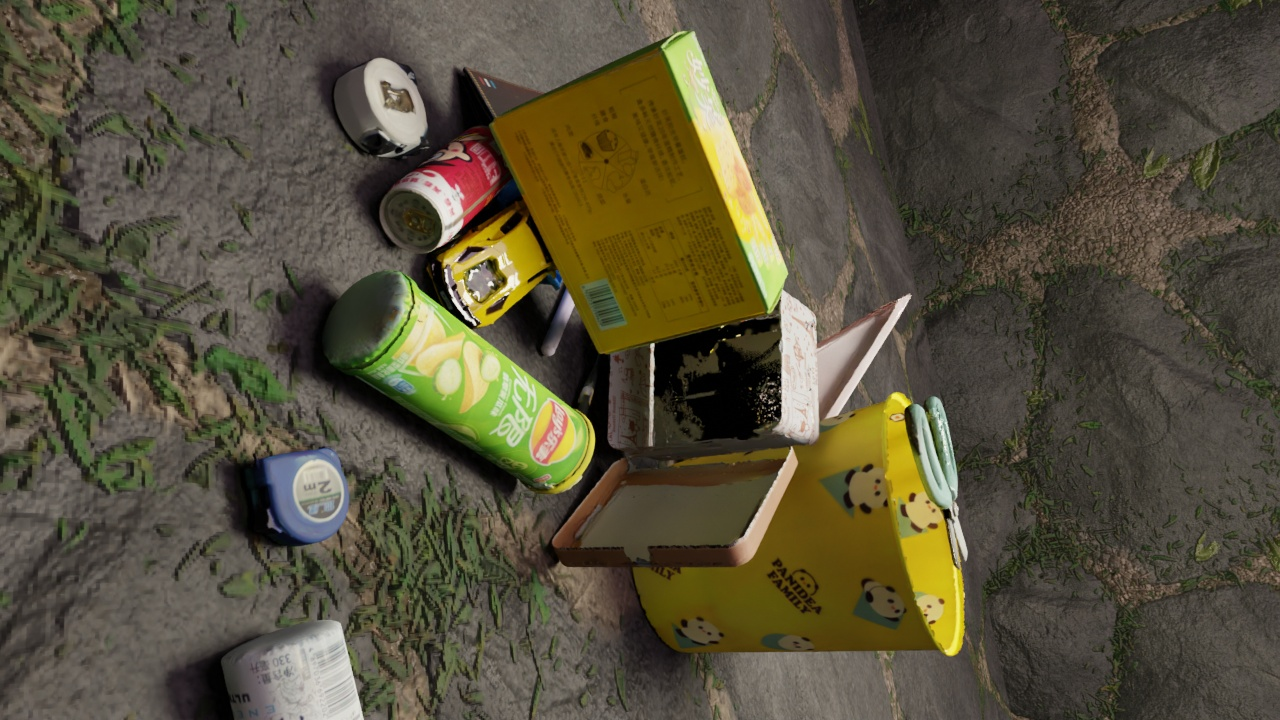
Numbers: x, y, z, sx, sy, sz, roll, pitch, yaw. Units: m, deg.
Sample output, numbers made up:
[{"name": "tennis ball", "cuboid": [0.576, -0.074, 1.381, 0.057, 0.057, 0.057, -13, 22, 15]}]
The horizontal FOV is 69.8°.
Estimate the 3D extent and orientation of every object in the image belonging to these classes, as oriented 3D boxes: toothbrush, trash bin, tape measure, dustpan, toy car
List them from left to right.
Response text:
[{"name": "tape measure", "cuboid": [-0.190, 0.076, 0.511, 0.058, 0.025, 0.054, -4, 82, -60]}, {"name": "tape measure", "cuboid": [-0.183, -0.179, 0.653, 0.065, 0.034, 0.066, -21, 94, -64]}, {"name": "toy car", "cuboid": [-0.103, -0.084, 0.720, 0.155, 0.041, 0.071, -43, 117, -41]}, {"name": "toothbrush", "cuboid": [-0.059, -0.065, 0.856, 0.021, 0.029, 0.188, 25, 42, -5]}, {"name": "toothbrush", "cuboid": [-0.053, 0.038, 0.819, 0.012, 0.017, 0.185, 57, 33, -36]}, {"name": "trash bin", "cuboid": [0.143, 0.168, 0.860, 0.229, 0.256, 0.229, 39, 43, -51]}, {"name": "dustpan", "cuboid": [0.206, 0.059, 1.071, 0.139, 0.273, 0.222, 61, -3, 4]}]

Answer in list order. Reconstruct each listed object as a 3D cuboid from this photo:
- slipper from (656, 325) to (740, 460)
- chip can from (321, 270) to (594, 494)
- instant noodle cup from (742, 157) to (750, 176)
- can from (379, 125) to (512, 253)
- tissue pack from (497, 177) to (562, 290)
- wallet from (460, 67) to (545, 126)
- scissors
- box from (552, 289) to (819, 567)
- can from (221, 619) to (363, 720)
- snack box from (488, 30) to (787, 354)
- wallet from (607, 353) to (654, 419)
[{"name": "slipper", "cuboid": [0.068, 0.025, 0.965, 0.081, 0.092, 0.190, 25, 57, -84]}, {"name": "chip can", "cuboid": [-0.117, 0.021, 0.632, 0.221, 0.073, 0.072, 43, 40, -47]}, {"name": "instant noodle cup", "cuboid": [0.101, -0.185, 1.170, 0.188, 0.079, 0.164, -16, 91, -63]}, {"name": "can", "cuboid": [-0.141, -0.130, 0.687, 0.053, 0.053, 0.132, 63, 28, -23]}, {"name": "tissue pack", "cuboid": [-0.073, -0.139, 0.829, 0.095, 0.052, 0.156, 60, 29, -27]}, {"name": "wallet", "cuboid": [-0.090, -0.207, 0.801, 0.122, 0.020, 0.096, 2, 53, -44]}, {"name": "scissors", "cuboid": [0.267, 0.099, 0.830, 0.179, 0.019, 0.172, 39, 45, -51]}, {"name": "box", "cuboid": [0.046, 0.063, 0.775, 0.124, 0.179, 0.273, 50, 44, -38]}, {"name": "can", "cuboid": [-0.162, 0.208, 0.457, 0.058, 0.058, 0.146, -10, 85, -64]}, {"name": "snack box", "cuboid": [0.003, -0.122, 0.708, 0.210, 0.158, 0.069, 65, 31, -20]}, {"name": "wallet", "cuboid": [-0.005, 0.005, 0.907, 0.097, 0.019, 0.121, -45, 125, -67]}]
